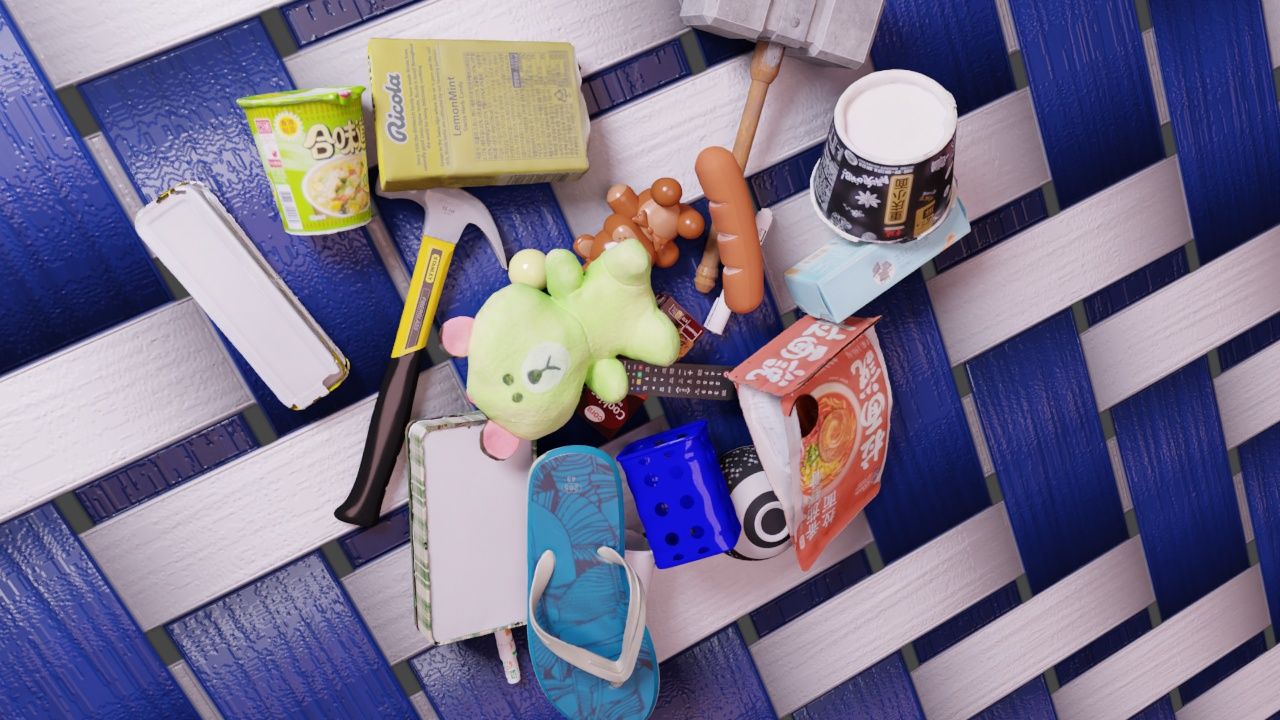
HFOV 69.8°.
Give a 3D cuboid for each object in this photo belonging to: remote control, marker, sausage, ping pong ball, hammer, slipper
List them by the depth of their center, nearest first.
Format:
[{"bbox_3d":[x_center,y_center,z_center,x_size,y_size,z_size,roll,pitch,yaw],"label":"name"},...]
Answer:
[{"bbox_3d":[-0.211,-0.002,0.826,0.127,0.029,0.324,15,98,-20],"label":"hammer"},{"bbox_3d":[-0.050,0.221,0.829,0.118,0.060,0.295,-6,104,2],"label":"slipper"},{"bbox_3d":[-0.100,-0.081,0.835,0.040,0.040,0.040,-4,103,-17],"label":"ping pong ball"},{"bbox_3d":[0.085,-0.119,0.843,0.044,0.039,0.164,-19,120,-5],"label":"sausage"},{"bbox_3d":[0.100,-0.215,0.857,0.162,0.083,0.318,10,106,-19],"label":"hammer"},{"bbox_3d":[0.027,0.017,0.873,0.146,0.015,0.033,4,100,-18],"label":"remote control"},{"bbox_3d":[0.097,-0.089,0.907,0.020,0.017,0.133,22,94,-19],"label":"marker"},{"bbox_3d":[-0.140,0.253,0.907,0.017,0.017,0.145,-14,105,-14],"label":"marker"}]

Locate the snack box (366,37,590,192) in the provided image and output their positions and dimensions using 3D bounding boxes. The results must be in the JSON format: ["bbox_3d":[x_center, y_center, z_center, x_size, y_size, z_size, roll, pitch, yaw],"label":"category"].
[{"bbox_3d":[-0.136,-0.210,0.784,0.180,0.045,0.121,-7,88,-19],"label":"snack box"}]

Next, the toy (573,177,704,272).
[{"bbox_3d":[-0.009,-0.111,0.846,0.127,0.065,0.095,-41,115,0],"label":"toy"}]

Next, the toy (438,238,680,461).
[{"bbox_3d":[-0.070,-0.019,0.804,0.197,0.107,0.150,-22,108,3],"label":"toy"}]

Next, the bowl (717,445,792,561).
[{"bbox_3d":[0.123,0.154,0.941,0.120,0.066,0.120,-4,103,-17],"label":"bowl"}]

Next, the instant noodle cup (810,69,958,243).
[{"bbox_3d":[0.227,-0.190,0.842,0.137,0.112,0.137,-3,66,7],"label":"instant noodle cup"}]

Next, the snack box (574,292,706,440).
[{"bbox_3d":[-0.005,0.005,0.887,0.051,0.032,0.141,42,87,-21],"label":"snack box"}]

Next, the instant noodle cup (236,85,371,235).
[{"bbox_3d":[-0.263,-0.162,0.743,0.098,0.099,0.108,-11,113,-15],"label":"instant noodle cup"}]

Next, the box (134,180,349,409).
[{"bbox_3d":[-0.332,-0.053,0.777,0.064,0.037,0.210,-35,110,-2],"label":"box"}]

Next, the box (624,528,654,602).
[{"bbox_3d":[-0.045,0.193,0.892,0.126,0.084,0.156,12,96,-13],"label":"box"}]

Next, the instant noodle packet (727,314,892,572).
[{"bbox_3d":[0.183,0.081,0.921,0.164,0.084,0.221,-35,121,-38],"label":"instant noodle packet"}]

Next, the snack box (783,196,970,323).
[{"bbox_3d":[0.234,-0.107,0.915,0.174,0.075,0.053,-35,109,-8],"label":"snack box"}]

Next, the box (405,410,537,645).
[{"bbox_3d":[-0.153,0.149,0.845,0.117,0.051,0.205,-7,100,-29],"label":"box"}]

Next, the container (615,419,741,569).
[{"bbox_3d":[0.039,0.127,0.876,0.085,0.084,0.113,-19,93,14],"label":"container"}]
